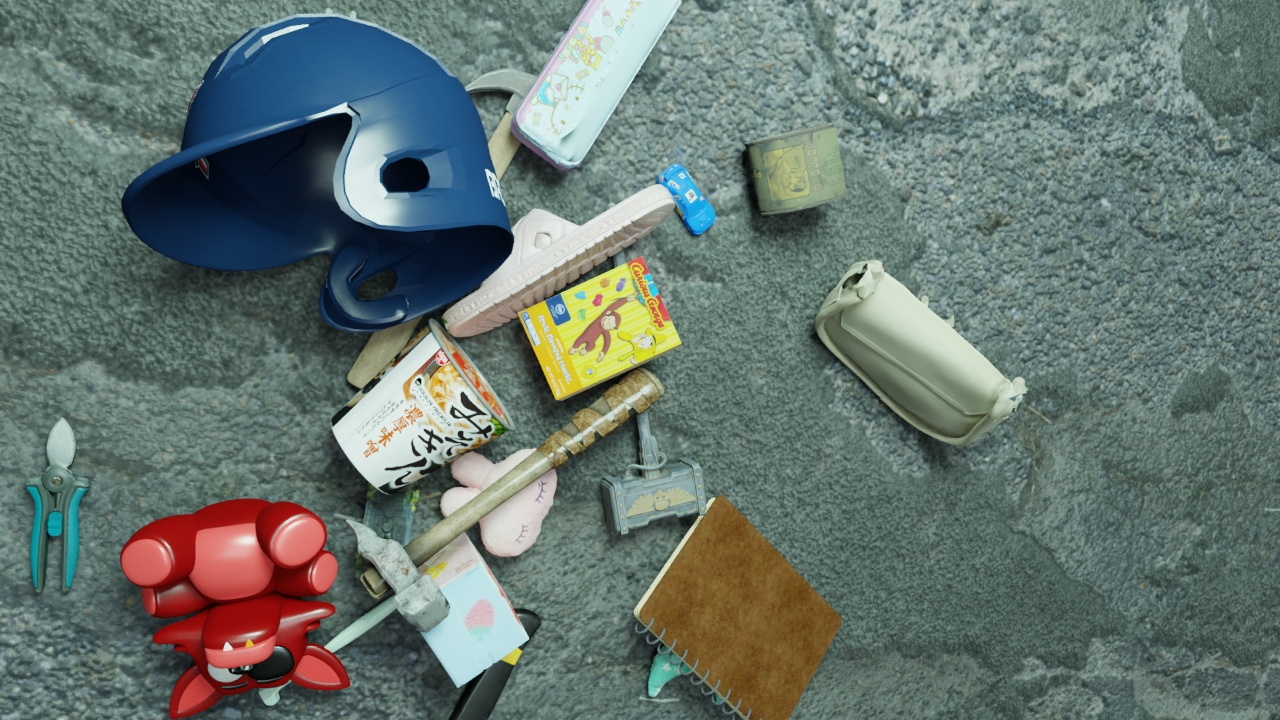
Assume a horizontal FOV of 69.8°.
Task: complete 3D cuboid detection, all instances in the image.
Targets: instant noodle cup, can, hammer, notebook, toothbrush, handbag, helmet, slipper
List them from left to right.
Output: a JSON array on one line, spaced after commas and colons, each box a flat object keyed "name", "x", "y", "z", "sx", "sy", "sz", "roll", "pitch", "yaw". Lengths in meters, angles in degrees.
[{"name": "helmet", "x": -0.250, "y": -0.148, "z": 0.704, "sx": 0.271, "sy": 0.233, "sz": 0.223, "roll": -22, "pitch": 81, "yaw": -26}, {"name": "toothbrush", "x": -0.287, "y": 0.268, "z": 0.863, "sx": 0.154, "sy": 0.015, "sz": 0.022, "roll": -35, "pitch": 76, "yaw": -12}, {"name": "instant noodle cup", "x": -0.197, "y": 0.048, "z": 0.814, "sx": 0.121, "sy": 0.123, "sz": 0.123, "roll": -37, "pitch": 108, "yaw": -3}, {"name": "hammer", "x": -0.188, "y": 0.394, "z": 0.910, "sx": 0.169, "sy": 0.034, "sz": 0.324, "roll": 31, "pitch": 86, "yaw": -22}, {"name": "hammer", "x": -0.173, "y": -0.118, "z": 0.847, "sx": 0.119, "sy": 0.031, "sz": 0.331, "roll": 31, "pitch": 90, "yaw": -20}, {"name": "hammer", "x": -0.111, "y": 0.105, "z": 0.831, "sx": 0.318, "sy": 0.121, "sz": 0.049, "roll": -36, "pitch": 146, "yaw": -18}, {"name": "slipper", "x": -0.083, "y": -0.104, "z": 0.836, "sx": 0.239, "sy": 0.094, "sz": 0.064, "roll": -31, "pitch": 84, "yaw": -3}, {"name": "hammer", "x": -0.005, "y": 0.006, "z": 0.913, "sx": 0.098, "sy": 0.044, "sz": 0.322, "roll": -11, "pitch": 99, "yaw": -18}, {"name": "notebook", "x": 0.106, "y": 0.277, "z": 0.974, "sx": 0.225, "sy": 0.024, "sz": 0.167, "roll": 47, "pitch": 64, "yaw": -19}, {"name": "can", "x": 0.155, "y": -0.189, "z": 0.912, "sx": 0.089, "sy": 0.090, "sz": 0.074, "roll": -17, "pitch": 103, "yaw": -16}, {"name": "handbag", "x": 0.297, "y": -0.026, "z": 0.947, "sx": 0.229, "sy": 0.184, "sz": 0.132, "roll": 35, "pitch": 82, "yaw": -4}]

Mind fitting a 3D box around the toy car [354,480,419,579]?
[{"name": "toy car", "x": -0.236, "y": 0.155, "z": 0.855, "sx": 0.048, "sy": 0.033, "sz": 0.105, "roll": 10, "pitch": 81, "yaw": -14}]

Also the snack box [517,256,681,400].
[{"name": "snack box", "x": -0.037, "y": -0.029, "z": 0.860, "sx": 0.126, "sy": 0.040, "sz": 0.088, "roll": -24, "pitch": 86, "yaw": 1}]

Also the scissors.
[{"name": "scissors", "x": -0.495, "y": 0.123, "z": 0.768, "sx": 0.138, "sy": 0.019, "sz": 0.136, "roll": -35, "pitch": 108, "yaw": -11}]

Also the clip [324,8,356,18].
[{"name": "clip", "x": -0.259, "y": -0.264, "z": 0.793, "sx": 0.044, "sy": 0.023, "sz": 0.076, "roll": -1, "pitch": 100, "yaw": -21}]

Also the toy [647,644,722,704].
[{"name": "toy", "x": 0.063, "y": 0.328, "z": 0.985, "sx": 0.105, "sy": 0.033, "sz": 0.085, "roll": 17, "pitch": 97, "yaw": -21}]

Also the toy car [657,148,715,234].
[{"name": "toy car", "x": 0.049, "y": -0.165, "z": 0.893, "sx": 0.033, "sy": 0.062, "sz": 0.092, "roll": -41, "pitch": 108, "yaw": -10}]

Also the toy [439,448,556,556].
[{"name": "toy", "x": -0.137, "y": 0.130, "z": 0.880, "sx": 0.105, "sy": 0.053, "sz": 0.108, "roll": 18, "pitch": 92, "yaw": -6}]

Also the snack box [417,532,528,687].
[{"name": "snack box", "x": -0.167, "y": 0.229, "z": 0.857, "sx": 0.079, "sy": 0.095, "sz": 0.093, "roll": -32, "pitch": 106, "yaw": -13}]

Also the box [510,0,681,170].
[{"name": "box", "x": -0.039, "y": -0.276, "z": 0.842, "sx": 0.076, "sy": 0.033, "sz": 0.214, "roll": 34, "pitch": 75, "yaw": -19}]

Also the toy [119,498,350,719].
[{"name": "toy", "x": -0.340, "y": 0.215, "z": 0.788, "sx": 0.158, "sy": 0.120, "sz": 0.197, "roll": -7, "pitch": 108, "yaw": -17}]
